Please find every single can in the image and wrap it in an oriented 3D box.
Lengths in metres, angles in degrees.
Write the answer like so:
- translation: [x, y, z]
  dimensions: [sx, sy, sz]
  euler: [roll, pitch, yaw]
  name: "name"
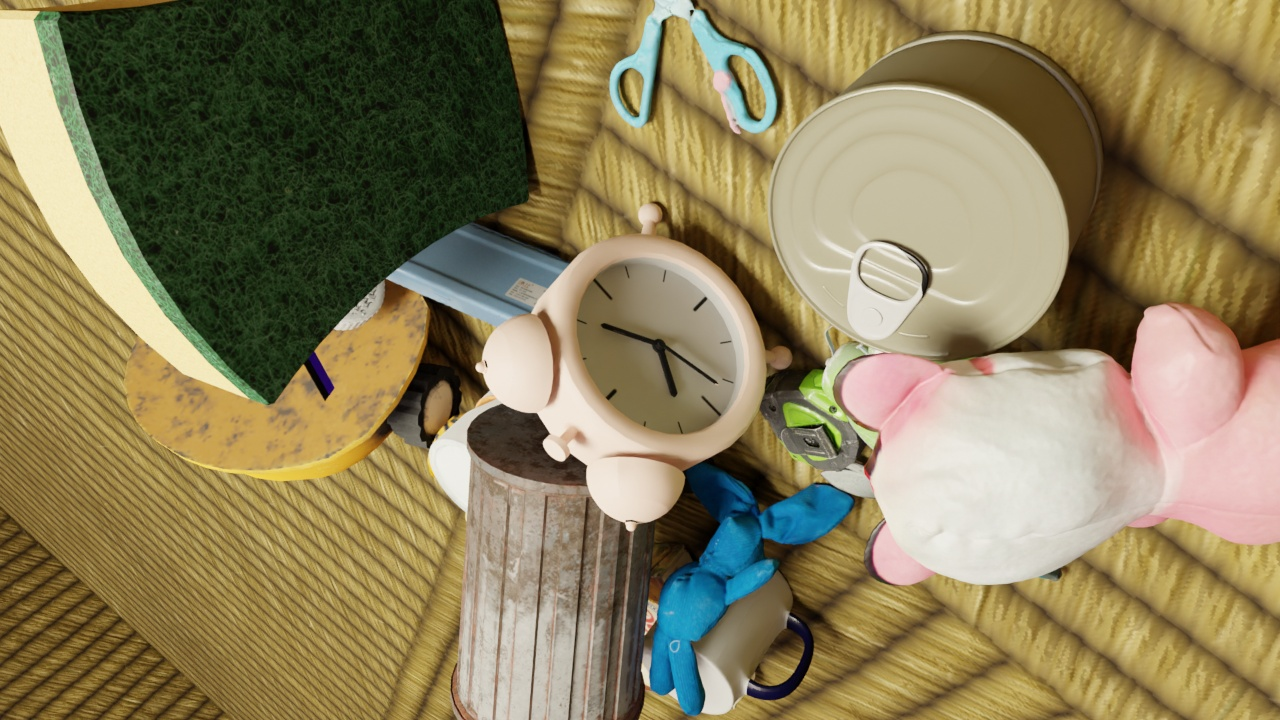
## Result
- translation: [0.130, -0.072, 0.407]
  dimensions: [0.128, 0.073, 0.128]
  euler: [23, 136, 24]
  name: "can"

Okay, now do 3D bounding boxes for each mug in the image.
- translation: [-0.092, 0.059, 0.683]
  dimensions: [0.082, 0.105, 0.082]
  euler: [23, 135, 24]
  name: "mug"
- translation: [0.071, 0.203, 0.676]
  dimensions: [0.112, 0.096, 0.079]
  euler: [20, 135, 26]
  name: "mug"

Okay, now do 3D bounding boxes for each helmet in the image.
- translation: [-0.274, 0.020, 0.761]
  dimensions: [0.256, 0.204, 0.131]
  euler: [10, 152, 17]
  name: "helmet"

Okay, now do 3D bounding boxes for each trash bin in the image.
- translation: [-0.054, 0.144, 0.592]
  dimensions: [0.131, 0.130, 0.211]
  euler: [18, 114, 28]
  name: "trash bin"

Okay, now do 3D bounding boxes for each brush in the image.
- translation: [-0.176, -0.123, 0.484]
  dimensions: [0.075, 0.249, 0.195]
  euler: [14, 135, 31]
  name: "brush"

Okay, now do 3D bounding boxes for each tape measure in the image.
- translation: [0.106, 0.037, 0.551]
  dimensions: [0.059, 0.035, 0.065]
  euler: [-17, 111, 46]
  name: "tape measure"

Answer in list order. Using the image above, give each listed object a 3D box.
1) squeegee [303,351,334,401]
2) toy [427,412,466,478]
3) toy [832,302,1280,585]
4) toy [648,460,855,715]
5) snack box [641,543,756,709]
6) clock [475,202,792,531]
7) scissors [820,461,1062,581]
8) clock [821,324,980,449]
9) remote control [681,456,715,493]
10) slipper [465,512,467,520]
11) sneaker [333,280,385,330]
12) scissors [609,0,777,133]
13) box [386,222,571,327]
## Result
- translation: [-0.216, -0.128, 0.583]
  dimensions: [0.055, 0.184, 0.250]
  euler: [-9, 132, 5]
  name: "squeegee"
- translation: [-0.131, 0.075, 0.744]
  dimensions: [0.046, 0.084, 0.103]
  euler: [32, 175, 24]
  name: "toy"
- translation: [0.194, 0.039, 0.381]
  dimensions: [0.213, 0.084, 0.142]
  euler: [-8, 136, 14]
  name: "toy"
- translation: [0.049, 0.139, 0.600]
  dimensions: [0.113, 0.176, 0.071]
  euler: [23, 170, 47]
  name: "toy"
- translation: [0.007, 0.224, 0.791]
  dimensions: [0.147, 0.041, 0.143]
  euler: [-10, 116, 45]
  name: "snack box"
- translation: [-0.003, 0.003, 0.516]
  dimensions: [0.131, 0.160, 0.086]
  euler: [47, 139, -4]
  name: "clock"
- translation: [0.183, 0.093, 0.548]
  dimensions: [0.149, 0.019, 0.131]
  euler: [49, 139, -7]
  name: "scissors"
- translation: [0.145, 0.021, 0.480]
  dimensions: [0.119, 0.042, 0.094]
  euler: [43, 159, 0]
  name: "clock"
- translation: [0.005, 0.088, 0.696]
  dimensions: [0.147, 0.015, 0.033]
  euler: [-8, 118, 44]
  name: "remote control"
- translation: [-0.105, 0.237, 0.834]
  dimensions: [0.111, 0.079, 0.262]
  euler: [34, 153, 55]
  name: "slipper"
- translation: [-0.287, -0.110, 0.709]
  dimensions: [0.235, 0.089, 0.088]
  euler: [54, 144, 8]
  name: "sneaker"
- translation: [0.011, -0.171, 0.475]
  dimensions: [0.120, 0.015, 0.138]
  euler: [-17, 105, 46]
  name: "scissors"
- translation: [-0.107, -0.049, 0.642]
  dimensions: [0.210, 0.072, 0.079]
  euler: [24, 150, 21]
  name: "box"
